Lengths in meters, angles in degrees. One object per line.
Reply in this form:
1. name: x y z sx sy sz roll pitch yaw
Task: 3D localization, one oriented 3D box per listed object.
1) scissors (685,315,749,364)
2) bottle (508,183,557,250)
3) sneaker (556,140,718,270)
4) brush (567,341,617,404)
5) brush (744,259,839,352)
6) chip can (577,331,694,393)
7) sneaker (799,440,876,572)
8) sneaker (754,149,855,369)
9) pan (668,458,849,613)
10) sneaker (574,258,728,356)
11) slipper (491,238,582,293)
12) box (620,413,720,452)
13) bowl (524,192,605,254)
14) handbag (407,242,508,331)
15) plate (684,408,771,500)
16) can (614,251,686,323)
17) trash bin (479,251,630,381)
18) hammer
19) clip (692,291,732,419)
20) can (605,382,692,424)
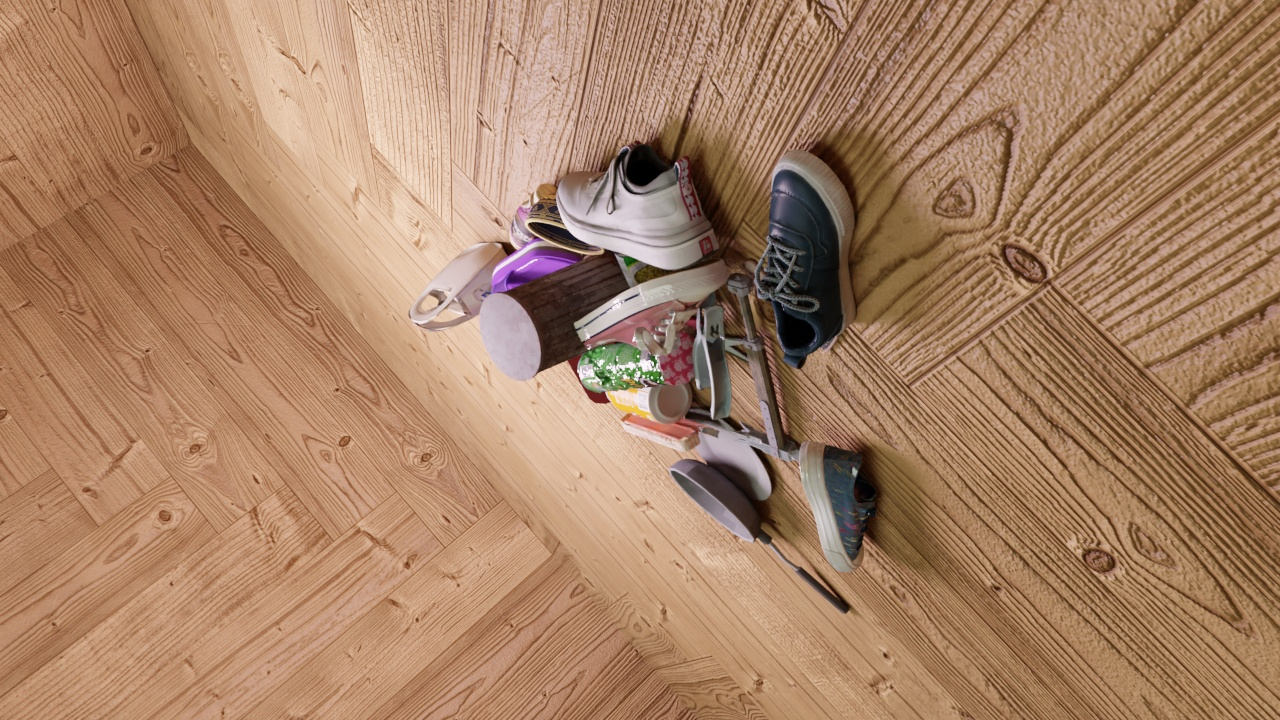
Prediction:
1. scissors: 0.076 -0.033 1.236 0.193 0.015 0.180 46 157 11
2. bottle: -0.151 -0.209 1.331 0.059 0.059 0.166 50 158 0
3. sneaker: -0.019 -0.199 1.066 0.263 0.096 0.129 29 139 45
4. brush: -0.075 -0.012 1.483 0.041 0.082 0.173 -105 -11 -62
5. brush: 0.163 -0.062 1.020 0.135 0.015 0.050 45 159 13
6. chip can: -0.008 0.006 1.304 0.075 0.075 0.224 56 151 -15
7. sneaker: 0.264 0.185 1.166 0.079 0.087 0.236 -5 134 23
8. sneaker: 0.153 -0.092 0.893 0.089 0.087 0.236 31 152 40
9. pan: 0.193 0.276 1.464 0.357 0.041 0.179 41 168 6
10. sneaker: 0.016 -0.047 1.093 0.242 0.118 0.088 -24 91 46
11. slipper: -0.167 -0.109 1.432 0.107 0.084 0.267 10 166 -22
12. box: 0.043 0.100 1.406 0.187 0.083 0.043 16 129 58
13. bowl: -0.092 -0.192 1.228 0.112 0.061 0.112 18 172 2
14. handbag: -0.309 -0.113 1.611 0.093 0.199 0.201 56 161 -24
15. plate: 0.135 0.141 1.402 0.178 0.012 0.179 41 157 22
16. can: 0.019 -0.102 1.164 0.067 0.067 0.121 21 144 51
17. trash bin: -0.100 -0.065 1.261 0.131 0.210 0.131 23 125 37
18. hammer: 0.153 0.016 1.137 0.147 0.028 0.317 20 146 35
19. clip: 0.083 -0.023 1.176 0.141 0.029 0.172 -119 22 -63
20. can: 0.010 0.048 1.407 0.143 0.079 0.079 13 138 57
